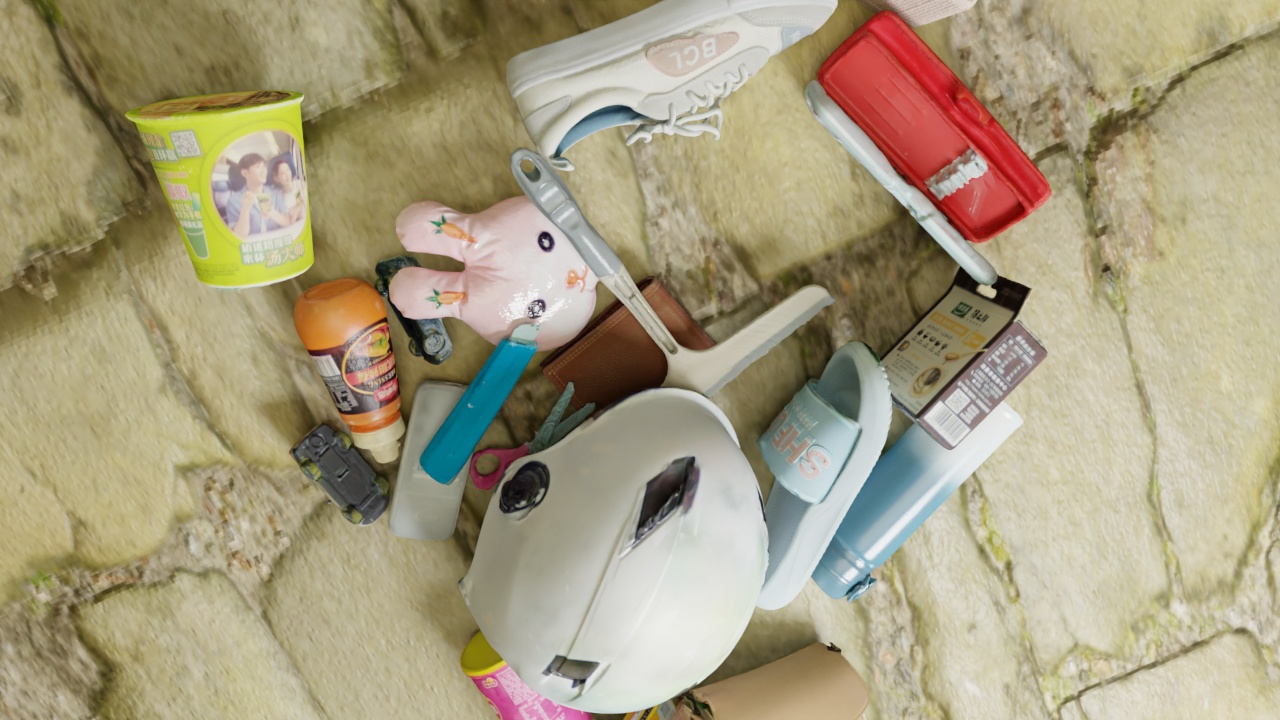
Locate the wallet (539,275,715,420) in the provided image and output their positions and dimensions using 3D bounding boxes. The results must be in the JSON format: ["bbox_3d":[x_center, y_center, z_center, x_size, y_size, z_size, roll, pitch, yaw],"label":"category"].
[{"bbox_3d":[-0.004,0.004,0.744,0.124,0.032,0.101,-40,109,6],"label":"wallet"}]

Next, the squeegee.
[{"bbox_3d":[-0.019,-0.060,0.676,0.246,0.039,0.246,-38,119,3],"label":"squeegee"}]

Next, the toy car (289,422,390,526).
[{"bbox_3d":[-0.239,0.093,0.736,0.042,0.035,0.090,-49,115,-32],"label":"toy car"}]

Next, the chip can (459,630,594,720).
[{"bbox_3d":[-0.076,0.325,0.805,0.071,0.071,0.210,-27,108,1],"label":"chip can"}]

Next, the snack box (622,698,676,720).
[{"bbox_3d":[0.022,0.378,0.824,0.034,0.086,0.140,-15,111,40],"label":"snack box"}]

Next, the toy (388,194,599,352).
[{"bbox_3d":[-0.105,-0.066,0.687,0.159,0.054,0.121,2,104,-22],"label":"toy"}]

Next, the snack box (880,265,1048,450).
[{"bbox_3d":[0.250,-0.006,0.724,0.053,0.113,0.126,42,98,-16],"label":"snack box"}]

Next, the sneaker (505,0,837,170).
[{"bbox_3d":[0.030,-0.202,0.654,0.242,0.089,0.091,-18,92,3],"label":"sneaker"}]

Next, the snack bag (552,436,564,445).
[{"bbox_3d":[-0.052,0.113,0.769,0.048,0.026,0.104,-4,108,18],"label":"snack bag"}]

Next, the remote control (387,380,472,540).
[{"bbox_3d":[-0.167,0.083,0.748,0.055,0.020,0.136,9,105,-23],"label":"remote control"}]

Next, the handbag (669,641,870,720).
[{"bbox_3d":[0.115,0.339,0.794,0.204,0.100,0.148,-10,101,-30],"label":"handbag"}]

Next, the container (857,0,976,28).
[{"bbox_3d":[0.199,-0.293,0.638,0.090,0.111,0.090,29,101,-14],"label":"container"}]

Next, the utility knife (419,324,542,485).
[{"bbox_3d":[-0.122,0.032,0.703,0.034,0.018,0.160,26,113,-26],"label":"utility knife"}]

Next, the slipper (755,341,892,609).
[{"bbox_3d":[0.127,0.092,0.749,0.074,0.104,0.246,17,110,-10],"label":"slipper"}]

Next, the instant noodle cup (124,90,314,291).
[{"bbox_3d":[-0.282,-0.118,0.642,0.111,0.111,0.123,-6,114,-5],"label":"instant noodle cup"}]

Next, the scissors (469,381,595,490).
[{"bbox_3d":[-0.091,0.065,0.744,0.083,0.017,0.138,31,112,5],"label":"scissors"}]

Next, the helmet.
[{"bbox_3d":[0.000,0.162,0.687,0.229,0.146,0.259,27,107,-39],"label":"helmet"}]

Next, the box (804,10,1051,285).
[{"bbox_3d":[0.213,-0.150,0.682,0.201,0.101,0.095,40,127,-16],"label":"box"}]

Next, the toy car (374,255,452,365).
[{"bbox_3d":[-0.172,-0.039,0.707,0.034,0.043,0.090,-34,105,-32],"label":"toy car"}]

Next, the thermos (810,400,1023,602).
[{"bbox_3d":[0.225,0.110,0.781,0.070,0.070,0.220,39,98,-15],"label":"thermos"}]

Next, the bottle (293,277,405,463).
[{"bbox_3d":[-0.216,0.013,0.709,0.067,0.066,0.150,-13,114,-3],"label":"bottle"}]
